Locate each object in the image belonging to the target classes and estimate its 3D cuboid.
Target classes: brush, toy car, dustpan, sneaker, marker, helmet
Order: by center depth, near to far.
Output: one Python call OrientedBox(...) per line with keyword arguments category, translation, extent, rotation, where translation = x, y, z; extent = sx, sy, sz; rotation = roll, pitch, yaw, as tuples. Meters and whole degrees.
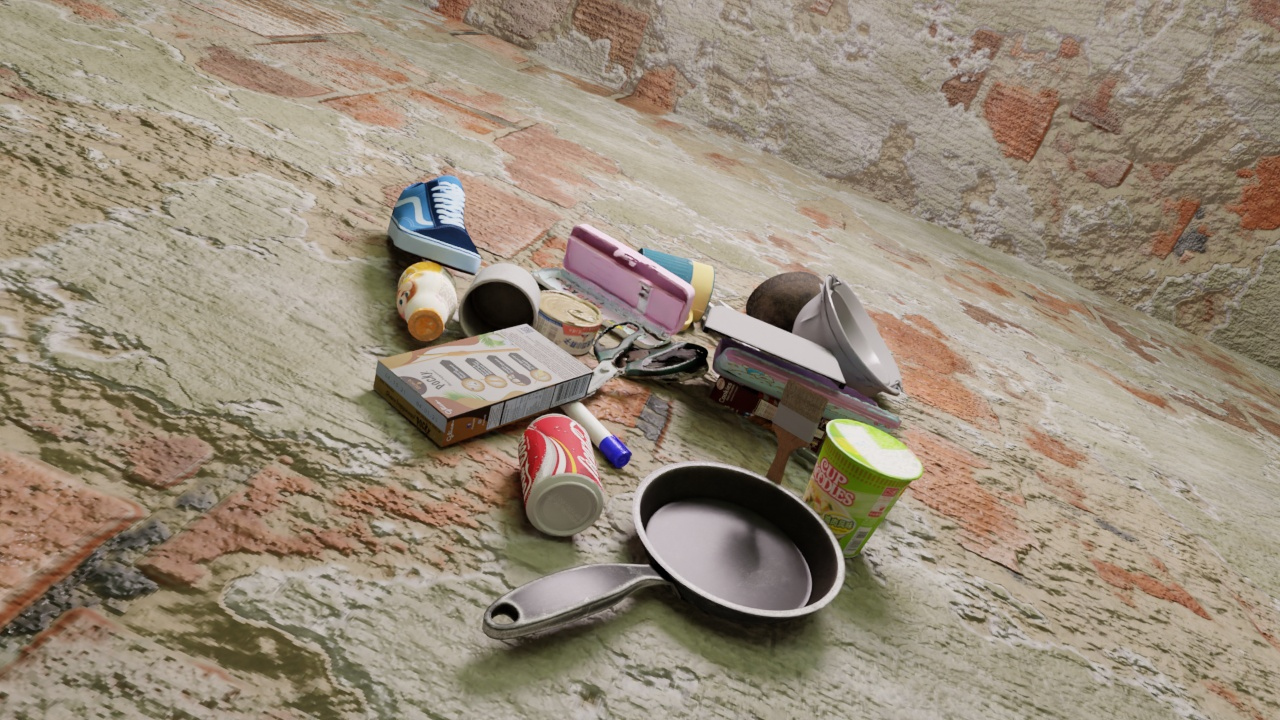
OrientedBox(category="brush", translation=(0.133, 0.091, 0.858), extent=(0.045, 0.143, 0.008), rotation=(30, 22, 38))
OrientedBox(category="marker", translation=(-0.057, 0.057, 0.917), extent=(0.020, 0.020, 0.141), rotation=(-1, 32, -43))
OrientedBox(category="sneaker", translation=(-0.240, -0.170, 1.078), extent=(0.083, 0.098, 0.241), rotation=(18, 9, -32))
OrientedBox(category="toy car", translation=(0.023, 0.007, 1.081), extent=(0.112, 0.041, 0.048), rotation=(0, 28, -7))
OrientedBox(category="dustpan", translation=(0.155, -0.022, 1.108), extent=(0.163, 0.033, 0.257), rotation=(23, 15, 2))
OrientedBox(category="helmet", translation=(0.255, -0.009, 1.229), extent=(0.183, 0.118, 0.270), rotation=(61, 22, 6))

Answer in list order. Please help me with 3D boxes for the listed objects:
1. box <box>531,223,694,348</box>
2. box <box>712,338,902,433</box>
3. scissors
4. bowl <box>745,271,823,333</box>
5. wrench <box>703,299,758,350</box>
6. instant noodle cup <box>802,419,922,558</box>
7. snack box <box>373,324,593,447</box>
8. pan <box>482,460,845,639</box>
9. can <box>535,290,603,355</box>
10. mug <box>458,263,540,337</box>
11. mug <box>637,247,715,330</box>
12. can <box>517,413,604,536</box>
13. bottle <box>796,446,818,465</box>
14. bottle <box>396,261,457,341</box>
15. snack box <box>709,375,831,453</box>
OrientedBox(category="box", translation=(-0.040, -0.094, 1.193), extent=(0.202, 0.087, 0.102), rotation=(33, 38, 22))
OrientedBox(category="box", translation=(0.187, 0.033, 1.068), extent=(0.214, 0.049, 0.150), rotation=(22, 3, -1))
OrientedBox(category="scissors", translation=(-0.005, 0.008, 1.018), extent=(0.147, 0.015, 0.209), rotation=(14, 30, 17))
OrientedBox(category="bowl", translation=(0.217, -0.065, 1.319), extent=(0.121, 0.121, 0.056), rotation=(12, 45, -23))
OrientedBox(category="wrench", translation=(0.159, -0.006, 1.244), extent=(0.086, 0.018, 0.273), rotation=(21, 23, -38))
OrientedBox(category="instant noodle cup", translation=(0.203, 0.127, 0.888), extent=(0.099, 0.108, 0.098), rotation=(19, 23, -9))
OrientedBox(category="snack box", translation=(-0.146, 0.018, 0.878), extent=(0.101, 0.032, 0.185), rotation=(34, 32, 29))
OrientedBox(category="pan", translation=(0.022, 0.162, 0.722), extent=(0.355, 0.055, 0.187), rotation=(-12, 41, -43))
OrientedBox(category="can", translation=(-0.091, -0.045, 1.078), extent=(0.086, 0.043, 0.086), rotation=(19, 24, -9))
OrientedBox(category="mug", translation=(-0.143, -0.049, 1.008), extent=(0.113, 0.084, 0.070), rotation=(48, 15, -17))
OrientedBox(category="mug", translation=(0.039, -0.094, 1.269), extent=(0.107, 0.083, 0.113), rotation=(16, 52, -14))
OrientedBox(category="can", translation=(-0.069, 0.094, 0.771), extent=(0.064, 0.064, 0.104), rotation=(14, 25, -19))
OrientedBox(category="bottle", translation=(0.219, 0.127, 1.002), extent=(0.113, 0.030, 0.030), rotation=(34, 26, 25))
OrientedBox(category="bottle", translation=(-0.224, -0.060, 0.963), extent=(0.063, 0.063, 0.108), rotation=(15, 24, -18))
OrientedBox(category="snack box", translation=(0.157, 0.057, 1.095), extent=(0.141, 0.032, 0.050), rotation=(28, 24, 13))
